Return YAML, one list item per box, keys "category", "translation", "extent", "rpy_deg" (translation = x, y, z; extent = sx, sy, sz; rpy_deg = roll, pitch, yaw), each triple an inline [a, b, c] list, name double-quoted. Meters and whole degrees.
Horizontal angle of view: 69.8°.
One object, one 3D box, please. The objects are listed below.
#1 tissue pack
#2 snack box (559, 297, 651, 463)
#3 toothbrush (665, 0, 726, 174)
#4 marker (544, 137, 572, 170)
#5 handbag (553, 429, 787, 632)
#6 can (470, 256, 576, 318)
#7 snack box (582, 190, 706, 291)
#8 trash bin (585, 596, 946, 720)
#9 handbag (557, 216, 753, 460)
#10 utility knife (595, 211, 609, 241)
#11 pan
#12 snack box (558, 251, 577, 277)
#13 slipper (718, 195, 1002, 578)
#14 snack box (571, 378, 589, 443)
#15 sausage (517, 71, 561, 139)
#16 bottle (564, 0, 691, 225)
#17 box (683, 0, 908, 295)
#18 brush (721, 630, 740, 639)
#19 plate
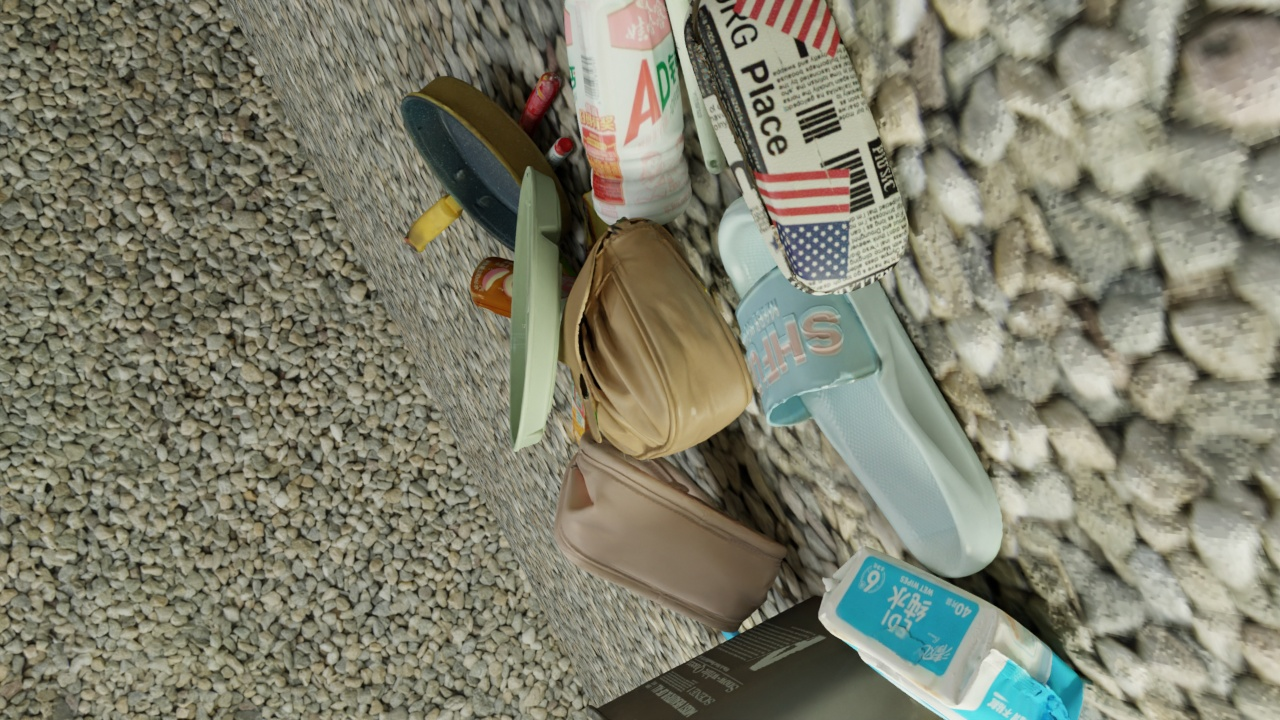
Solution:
- category: "tissue pack"
  translation: [0.173, 0.167, 0.528]
  extent: [0.090, 0.063, 0.140]
  rpy_deg: [38, 171, -24]
- category: "snack box"
  translation: [-0.005, 0.005, 0.779]
  extent: [0.156, 0.084, 0.027]
  rpy_deg: [56, 144, 18]
- category: "toothbrush"
  translation: [0.023, -0.196, 0.532]
  extent: [0.020, 0.029, 0.190]
  rpy_deg: [-70, -32, -54]
- category: "marker"
  translation: [-0.087, -0.179, 0.850]
  extent: [0.017, 0.017, 0.145]
  rpy_deg: [64, 161, -5]
- category: "handbag"
  translation: [0.012, 0.128, 0.836]
  extent: [0.193, 0.093, 0.234]
  rpy_deg: [30, -172, -18]
- category: "can"
  translation: [-0.099, -0.062, 0.905]
  extent: [0.147, 0.057, 0.058]
  rpy_deg: [17, 137, 33]
- category: "snack box"
  translation: [0.001, -0.069, 0.747]
  extent: [0.140, 0.033, 0.087]
  rpy_deg: [50, 158, 28]
- category: "trash bin"
  translation: [0.105, 0.306, 0.703]
  extent: [0.198, 0.219, 0.199]
  rpy_deg: [62, 162, -2]
- category: "handbag"
  translation: [-0.003, -0.004, 0.636]
  extent: [0.147, 0.099, 0.205]
  rpy_deg: [64, 166, 6]
- category: "utility knife"
  translation: [-0.027, -0.092, 0.709]
  extent: [0.031, 0.019, 0.177]
  rpy_deg: [46, 156, 30]
- category: "pan"
  translation: [-0.187, -0.167, 0.947]
  extent: [0.197, 0.078, 0.358]
  rpy_deg: [49, 163, -13]
- category: "snack box"
  translation: [-0.059, -0.038, 0.959]
  extent: [0.156, 0.026, 0.086]
  rpy_deg: [53, 159, 27]
- category: "slipper"
  translation: [0.109, 0.020, 0.519]
  extent: [0.245, 0.074, 0.104]
  rpy_deg: [58, 162, 7]
- category: "snack box"
  translation: [-0.029, 0.028, 0.890]
  extent: [0.027, 0.077, 0.156]
  rpy_deg: [54, 160, 25]
- category: "sausage"
  translation: [-0.092, -0.220, 0.804]
  extent: [0.020, 0.020, 0.156]
  rpy_deg: [63, 161, -2]
- category: "bottle"
  translation: [-0.011, -0.182, 0.573]
  extent: [0.068, 0.068, 0.197]
  rpy_deg: [40, 148, 48]
- category: "box"
  translation: [0.077, -0.109, 0.437]
  extent: [0.076, 0.075, 0.163]
  rpy_deg: [0, 114, 64]
- category: "brush"
  translation: [0.060, 0.229, 0.972]
  extent: [0.254, 0.045, 0.083]
  rpy_deg: [52, 156, 44]
- category: "plate"
  translation: [-0.087, -0.041, 0.745]
  extent: [0.230, 0.027, 0.230]
  rpy_deg: [-178, 91, -80]
